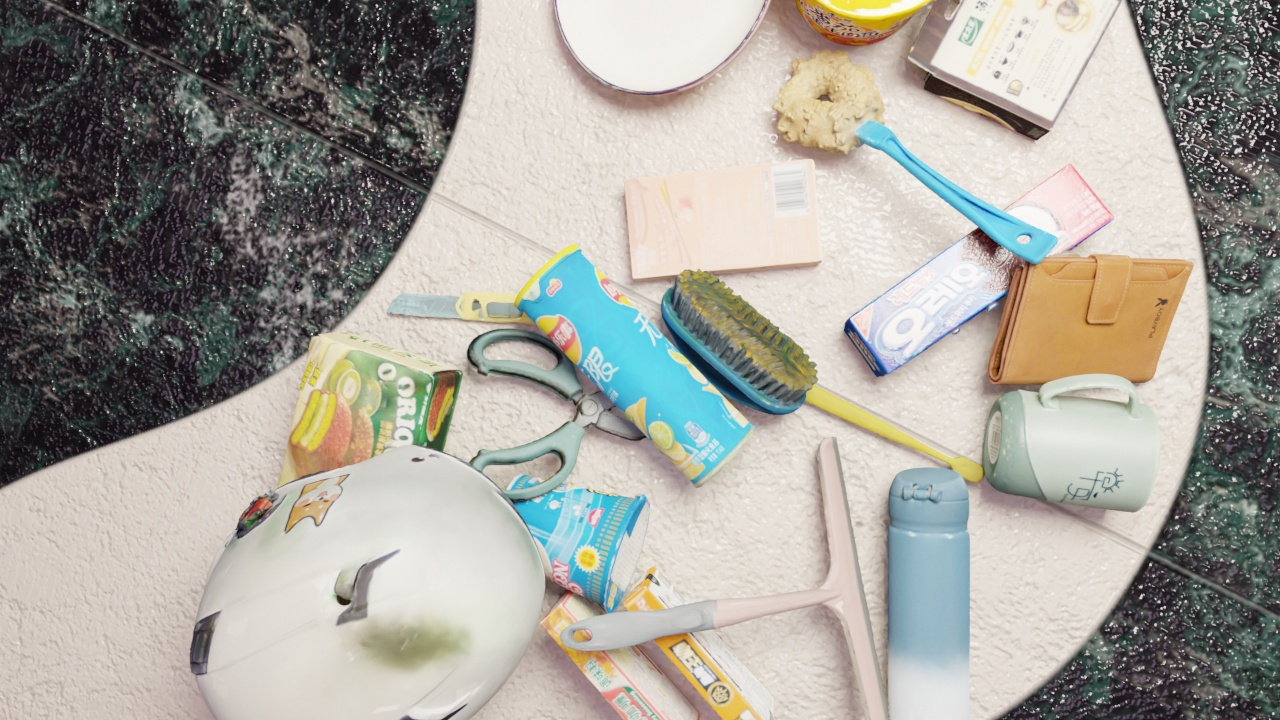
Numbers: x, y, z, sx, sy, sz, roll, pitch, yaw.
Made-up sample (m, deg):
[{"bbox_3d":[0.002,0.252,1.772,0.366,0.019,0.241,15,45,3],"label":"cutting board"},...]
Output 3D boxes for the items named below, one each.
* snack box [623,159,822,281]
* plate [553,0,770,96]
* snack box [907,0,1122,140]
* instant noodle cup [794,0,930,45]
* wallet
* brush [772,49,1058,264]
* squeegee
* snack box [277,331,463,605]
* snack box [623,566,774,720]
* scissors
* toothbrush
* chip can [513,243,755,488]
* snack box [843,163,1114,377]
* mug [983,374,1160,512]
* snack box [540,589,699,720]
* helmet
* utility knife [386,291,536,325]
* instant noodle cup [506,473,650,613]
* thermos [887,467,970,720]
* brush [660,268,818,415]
[{"bbox_3d":[0.068,-0.115,0.760,0.157,0.026,0.084,-5,91,8],"label":"snack box"},{"bbox_3d":[0.022,-0.307,0.741,0.193,0.039,0.192,1,91,23],"label":"plate"},{"bbox_3d":[0.287,-0.253,0.716,0.125,0.053,0.113,28,94,7],"label":"snack box"},{"bbox_3d":[0.173,-0.311,0.701,0.138,0.109,0.138,0,91,8],"label":"instant noodle cup"},{"bbox_3d":[0.338,-0.030,0.692,0.131,0.031,0.108,0,118,-10],"label":"wallet"},{"bbox_3d":[0.203,-0.154,0.700,0.083,0.046,0.254,-45,67,-5],"label":"brush"},{"bbox_3d":[0.063,0.192,0.697,0.249,0.040,0.247,-7,78,-11],"label":"squeegee"},{"bbox_3d":[-0.238,0.105,0.769,0.114,0.063,0.240,17,98,14],"label":"snack box"},{"bbox_3d":[0.050,0.239,0.744,0.026,0.075,0.153,-42,86,6],"label":"snack box"},{"bbox_3d":[-0.085,0.031,0.765,0.170,0.019,0.181,-27,69,-20],"label":"scissors"},{"bbox_3d":[0.191,0.052,0.754,0.190,0.016,0.016,26,95,8],"label":"toothbrush"},{"bbox_3d":[-0.004,0.004,0.740,0.071,0.071,0.210,-45,89,6],"label":"chip can"},{"bbox_3d":[0.260,-0.066,0.721,0.207,0.057,0.058,-36,84,7],"label":"snack box"},{"bbox_3d":[0.324,0.057,0.693,0.106,0.082,0.112,8,128,10],"label":"mug"},{"bbox_3d":[-0.014,0.254,0.752,0.027,0.077,0.156,-43,86,6],"label":"snack box"},{"bbox_3d":[-0.204,0.197,0.660,0.274,0.157,0.230,-25,101,0],"label":"helmet"},{"bbox_3d":[-0.116,-0.043,0.794,0.212,0.022,0.031,4,89,11],"label":"utility knife"},{"bbox_3d":[-0.059,0.142,0.754,0.110,0.099,0.099,15,93,15],"label":"instant noodle cup"},{"bbox_3d":[0.228,0.196,0.725,0.070,0.070,0.220,0,92,7],"label":"thermos"},{"bbox_3d":[0.073,-0.008,0.742,0.144,0.055,0.074,42,137,11],"label":"brush"}]
